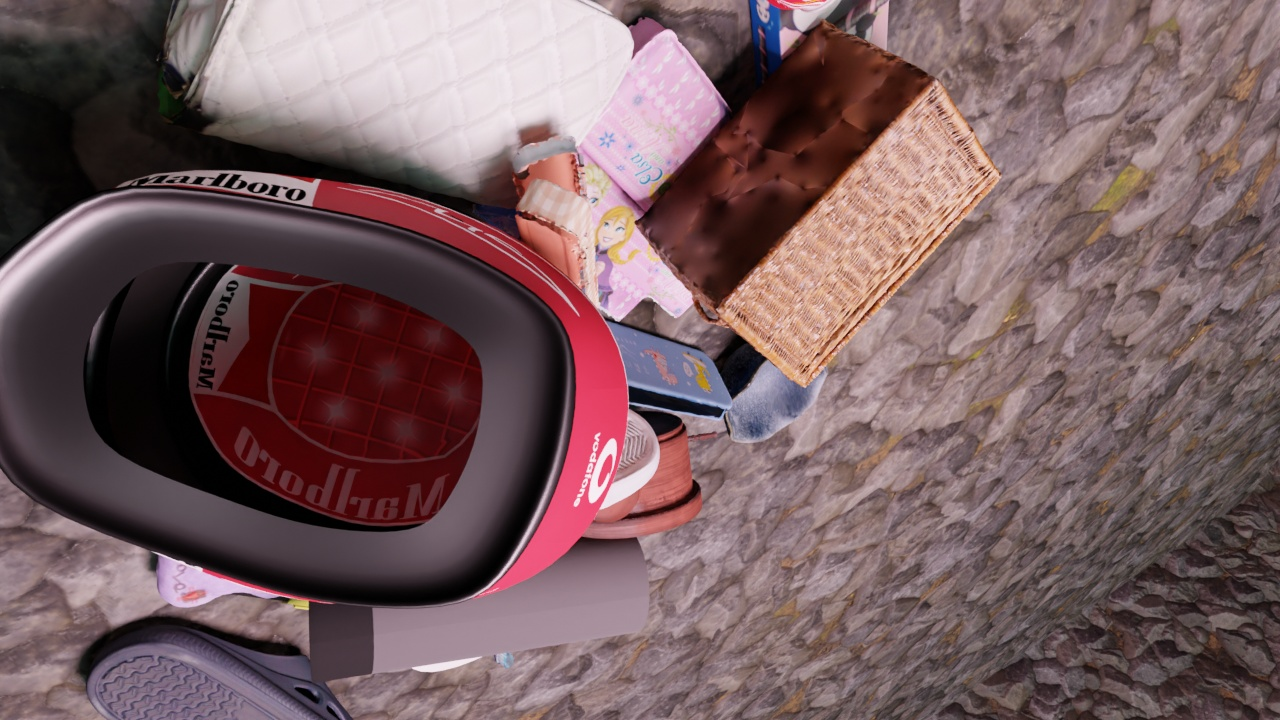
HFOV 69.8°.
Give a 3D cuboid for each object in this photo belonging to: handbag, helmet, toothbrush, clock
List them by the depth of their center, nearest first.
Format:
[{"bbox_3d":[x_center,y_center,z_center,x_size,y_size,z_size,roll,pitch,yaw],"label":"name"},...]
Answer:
[{"bbox_3d":[-0.110,-0.148,0.438,0.194,0.072,0.139,9,132,-46],"label":"handbag"},{"bbox_3d":[-0.142,0.012,0.460,0.270,0.225,0.197,17,90,-16],"label":"helmet"},{"bbox_3d":[-0.023,0.088,0.717,0.157,0.121,0.072,-15,104,-42],"label":"clock"},{"bbox_3d":[-0.122,0.223,0.793,0.016,0.017,0.189,-40,152,-33],"label":"toothbrush"}]

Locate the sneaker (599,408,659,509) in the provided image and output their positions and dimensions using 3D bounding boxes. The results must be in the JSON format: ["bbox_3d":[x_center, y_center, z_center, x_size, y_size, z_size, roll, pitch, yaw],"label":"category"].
[{"bbox_3d":[-0.104,0.096,0.618,0.242,0.089,0.091,-16,143,-18],"label":"sneaker"}]

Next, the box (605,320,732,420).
[{"bbox_3d":[-0.002,0.002,0.697,0.209,0.068,0.059,13,105,-47],"label":"box"}]

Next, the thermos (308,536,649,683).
[{"bbox_3d":[-0.120,0.176,0.679,0.240,0.082,0.082,-2,132,-22],"label":"thermos"}]

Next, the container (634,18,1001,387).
[{"bbox_3d":[0.108,-0.099,0.581,0.199,0.113,0.112,-48,138,9],"label":"container"}]

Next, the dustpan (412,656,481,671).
[{"bbox_3d":[-0.113,0.178,0.829,0.257,0.053,0.192,-19,141,-42],"label":"dustpan"}]

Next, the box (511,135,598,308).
[{"bbox_3d":[-0.048,-0.071,0.533,0.188,0.056,0.063,102,4,-75],"label":"box"}]

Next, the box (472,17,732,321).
[{"bbox_3d":[0.011,-0.100,0.623,0.159,0.035,0.230,-45,142,8],"label":"box"}]

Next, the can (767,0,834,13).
[{"bbox_3d":[0.065,-0.233,0.480,0.104,0.064,0.064,23,114,-32],"label":"can"}]

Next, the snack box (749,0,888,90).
[{"bbox_3d":[0.120,-0.203,0.604,0.088,0.033,0.154,-30,143,-11],"label":"snack box"}]

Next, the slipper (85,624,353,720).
[{"bbox_3d":[-0.312,0.276,0.726,0.111,0.083,0.268,-31,126,4],"label":"slipper"}]

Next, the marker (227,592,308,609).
[{"bbox_3d":[-0.275,0.172,0.684,0.021,0.017,0.123,-47,142,11],"label":"marker"}]

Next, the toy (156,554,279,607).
[{"bbox_3d":[-0.274,0.130,0.625,0.099,0.036,0.080,-3,114,-38],"label":"toy"}]

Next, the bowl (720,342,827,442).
[{"bbox_3d":[0.107,0.018,0.813,0.110,0.055,0.111,-24,141,-21],"label":"bowl"}]
